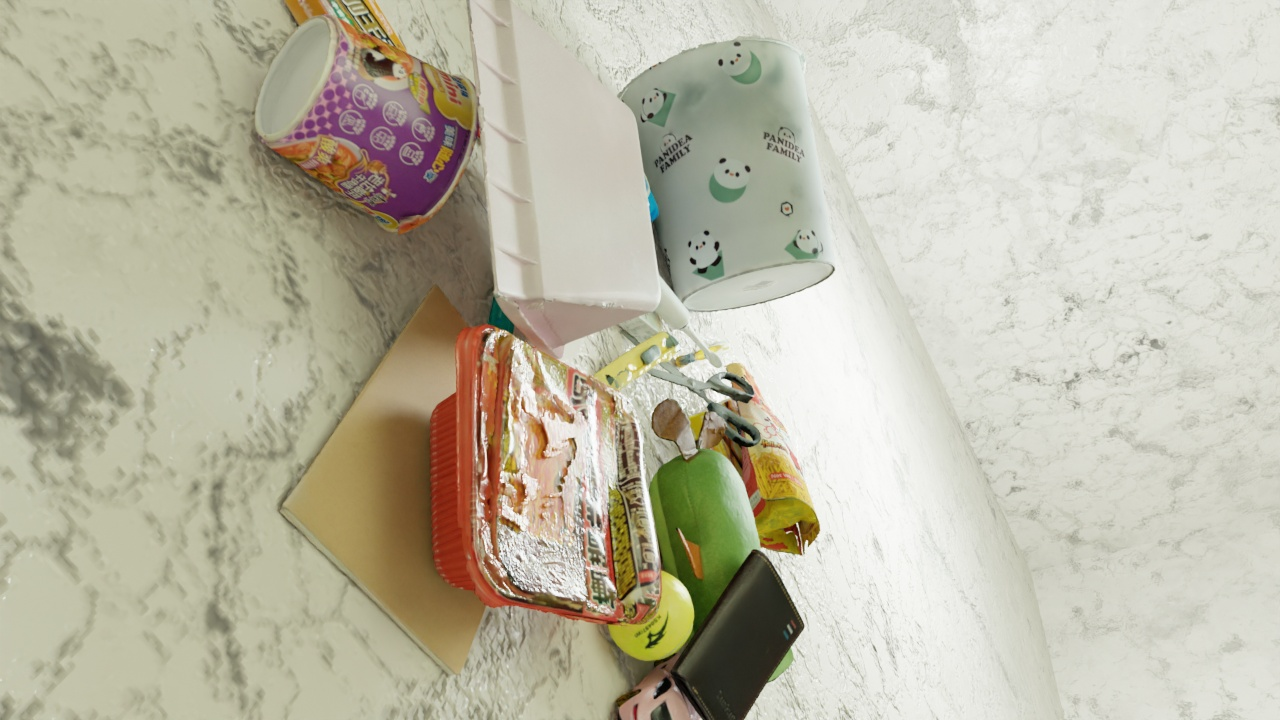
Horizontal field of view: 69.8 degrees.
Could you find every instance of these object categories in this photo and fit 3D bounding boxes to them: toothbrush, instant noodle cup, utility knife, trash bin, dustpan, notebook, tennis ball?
[{"bbox_3d":[0.079,-0.010,1.069,0.191,0.018,0.016,-16,86,-67],"label":"toothbrush"},{"bbox_3d":[-0.065,0.080,0.566,0.188,0.079,0.164,32,45,-52],"label":"instant noodle cup"},{"bbox_3d":[-0.169,-0.149,0.560,0.099,0.112,0.111,27,45,-46],"label":"instant noodle cup"},{"bbox_3d":[-0.005,0.005,0.859,0.164,0.018,0.031,-34,92,-49],"label":"utility knife"},{"bbox_3d":[0.107,-0.201,1.065,0.229,0.230,0.251,6,70,-64],"label":"trash bin"},{"bbox_3d":[-0.087,-0.108,0.659,0.273,0.139,0.222,17,64,-58],"label":"dustpan"},{"bbox_3d":[-0.109,0.001,0.664,0.029,0.013,0.204,46,33,-35],"label":"utility knife"},{"bbox_3d":[-0.122,0.065,0.569,0.148,0.008,0.207,55,30,-27],"label":"notebook"},{"bbox_3d":[0.025,-0.058,0.915,0.221,0.026,0.026,47,-3,-38],"label":"toothbrush"},{"bbox_3d":[0.007,0.189,0.682,0.065,0.066,0.065,46,31,-40],"label":"tennis ball"}]

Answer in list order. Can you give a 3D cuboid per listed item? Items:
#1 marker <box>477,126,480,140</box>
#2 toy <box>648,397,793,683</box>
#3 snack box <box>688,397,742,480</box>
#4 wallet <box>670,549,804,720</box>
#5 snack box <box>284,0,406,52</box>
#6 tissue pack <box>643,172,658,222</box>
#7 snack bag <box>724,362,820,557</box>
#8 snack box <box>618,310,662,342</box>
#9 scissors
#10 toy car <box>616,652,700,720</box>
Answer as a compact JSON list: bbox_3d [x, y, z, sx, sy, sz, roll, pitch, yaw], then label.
[{"bbox_3d":[-0.099,-0.175,0.838,0.145,0.017,0.017,30,44,-55],"label":"marker"},{"bbox_3d":[0.059,0.157,0.794,0.227,0.090,0.246,36,41,-68],"label":"toy"},{"bbox_3d":[0.099,0.088,1.011,0.140,0.034,0.087,-15,84,-68],"label":"snack box"},{"bbox_3d":[0.078,0.222,0.711,0.122,0.020,0.096,-48,121,-31],"label":"wallet"},{"bbox_3d":[-0.186,-0.200,0.661,0.154,0.026,0.075,59,24,-18],"label":"snack box"},{"bbox_3d":[-0.035,-0.198,0.944,0.157,0.052,0.094,63,22,-7],"label":"tissue pack"},{"bbox_3d":[0.136,0.103,0.974,0.128,0.073,0.207,52,21,-31],"label":"snack bag"},{"bbox_3d":[-0.032,-0.086,0.889,0.156,0.027,0.084,38,37,-49],"label":"snack box"},{"bbox_3d":[0.056,0.026,0.911,0.174,0.014,0.159,53,33,15],"label":"scissors"},{"bbox_3d":[0.020,0.259,0.684,0.122,0.037,0.056,-12,82,-67],"label":"toy car"}]
